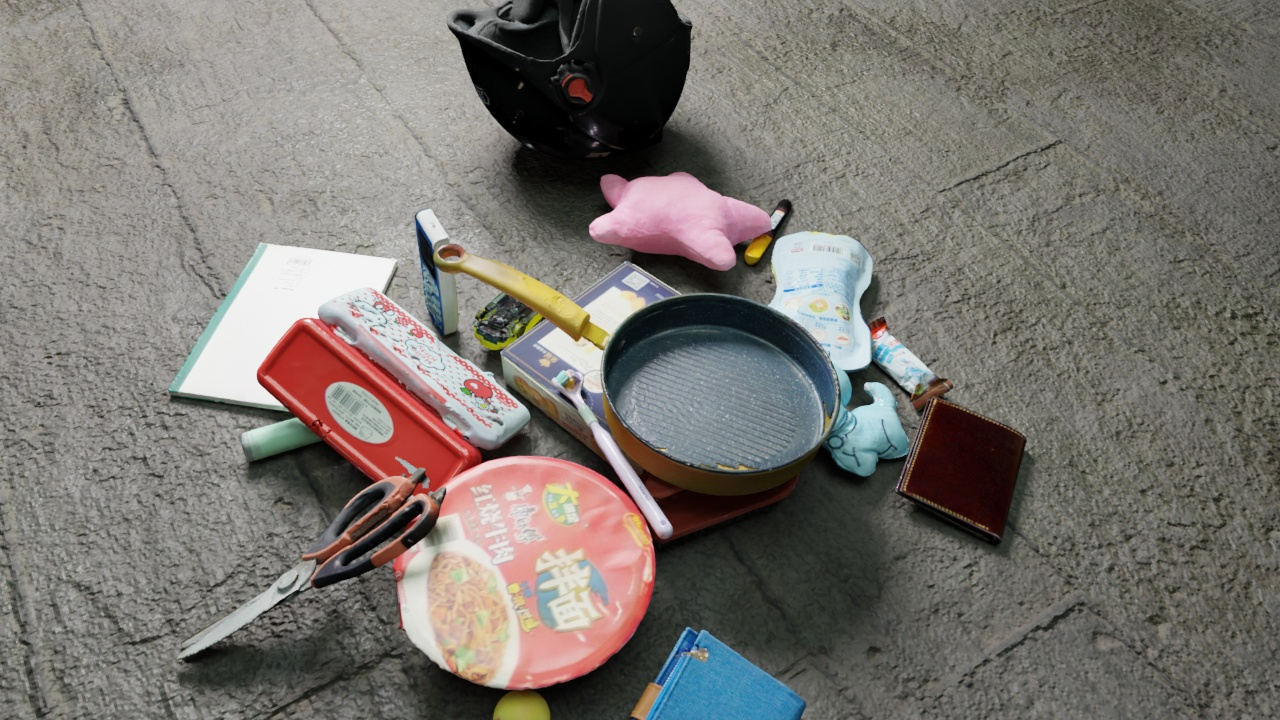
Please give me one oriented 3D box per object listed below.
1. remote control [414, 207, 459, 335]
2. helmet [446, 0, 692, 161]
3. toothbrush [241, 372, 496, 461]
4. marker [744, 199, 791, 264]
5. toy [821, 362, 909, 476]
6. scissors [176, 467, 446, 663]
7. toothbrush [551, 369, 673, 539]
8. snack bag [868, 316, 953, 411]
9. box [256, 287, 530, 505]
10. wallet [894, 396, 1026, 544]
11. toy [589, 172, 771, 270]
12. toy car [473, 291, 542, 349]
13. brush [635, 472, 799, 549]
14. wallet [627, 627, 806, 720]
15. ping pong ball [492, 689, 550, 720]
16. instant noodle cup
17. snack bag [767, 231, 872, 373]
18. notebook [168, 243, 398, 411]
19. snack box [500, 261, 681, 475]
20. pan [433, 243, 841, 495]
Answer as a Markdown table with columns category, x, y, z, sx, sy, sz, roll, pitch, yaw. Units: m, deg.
| category | x | y | z | sx | sy | sz | roll | pitch | yaw |
| --- | --- | --- | --- | --- | --- | --- | --- | --- | --- |
| remote control | -0.191 | -0.081 | 0.867 | 0.024 | 0.125 | 0.049 | -21 | 54 | -22 |
| helmet | -0.075 | -0.338 | 1.034 | 0.274 | 0.231 | 0.233 | -15 | 37 | -19 |
| toothbrush | -0.238 | 0.045 | 0.820 | 0.224 | 0.026 | 0.027 | -17 | 46 | -19 |
| marker | 0.144 | -0.146 | 1.027 | 0.018 | 0.015 | 0.123 | 23 | 49 | 13 |
| toy | 0.159 | 0.040 | 0.828 | 0.161 | 0.050 | 0.156 | -23 | 66 | -30 |
| scissors | -0.250 | 0.151 | 0.693 | 0.207 | 0.015 | 0.191 | -10 | 38 | 25 |
| toothbrush | -0.022 | 0.073 | 0.746 | 0.029 | 0.021 | 0.189 | -16 | 47 | -24 |
| snack bag | 0.254 | 0.002 | 0.899 | 0.048 | 0.026 | 0.104 | -30 | 55 | -11 |
| box | -0.208 | 0.026 | 0.785 | 0.201 | 0.074 | 0.154 | 38 | 60 | 6 |
| wallet | 0.289 | 0.094 | 0.821 | 0.096 | 0.020 | 0.122 | 25 | 51 | 11 |
| toy | 0.047 | -0.159 | 0.993 | 0.194 | 0.075 | 0.178 | 12 | 39 | 1 |
| toy car | -0.124 | -0.044 | 0.904 | 0.048 | 0.032 | 0.105 | 21 | 39 | 13 |
| brush | 0.069 | 0.102 | 0.766 | 0.145 | 0.069 | 0.063 | -15 | 53 | -17 |
| wallet | 0.044 | 0.267 | 0.642 | 0.106 | 0.040 | 0.132 | 31 | 53 | 10 |
| ping pong ball | -0.083 | 0.251 | 0.643 | 0.040 | 0.040 | 0.040 | 2 | 49 | -3 |
| instant noodle cup | -0.087 | 0.167 | 0.700 | 0.194 | 0.066 | 0.193 | 3 | 49 | -4 |
| snack bag | 0.181 | -0.061 | 0.932 | 0.110 | 0.039 | 0.190 | 14 | 46 | 3 |
| notebook | -0.340 | -0.037 | 0.892 | 0.150 | 0.012 | 0.208 | 7 | 48 | 3 |
| snack box | -0.005 | 0.005 | 0.861 | 0.178 | 0.046 | 0.182 | 35 | 55 | 24 |
| pan | -0.009 | -0.013 | 0.762 | 0.357 | 0.078 | 0.197 | 18 | 47 | 10 |
